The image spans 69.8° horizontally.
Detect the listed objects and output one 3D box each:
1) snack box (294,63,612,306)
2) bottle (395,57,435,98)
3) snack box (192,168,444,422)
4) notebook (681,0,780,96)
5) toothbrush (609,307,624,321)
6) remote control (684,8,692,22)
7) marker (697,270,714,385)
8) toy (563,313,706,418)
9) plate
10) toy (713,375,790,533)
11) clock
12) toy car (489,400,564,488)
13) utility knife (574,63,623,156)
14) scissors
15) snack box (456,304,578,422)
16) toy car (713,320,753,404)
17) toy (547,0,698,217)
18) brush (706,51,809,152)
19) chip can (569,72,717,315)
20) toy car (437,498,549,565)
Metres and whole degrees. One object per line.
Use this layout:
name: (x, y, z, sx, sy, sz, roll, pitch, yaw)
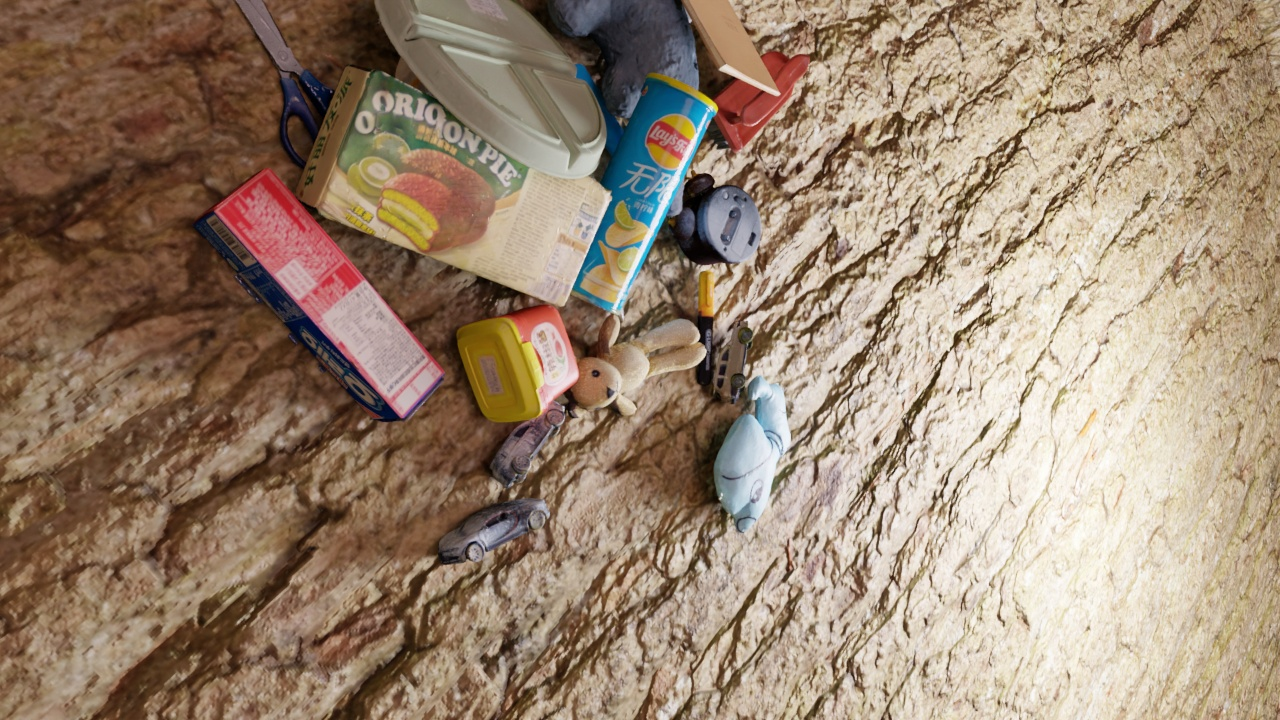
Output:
snack box: (-0.144, -0.135, 0.747, 0.239, 0.063, 0.114, 19, 97, -41)
bottle: (-0.151, -0.229, 0.781, 0.108, 0.063, 0.063, 25, 72, -35)
snack box: (-0.241, -0.043, 0.702, 0.207, 0.057, 0.058, 54, 55, -23)
notebook: (0.063, -0.366, 0.919, 0.149, 0.012, 0.211, -10, 71, -60)
toothbrush: (-0.051, -0.125, 0.888, 0.017, 0.016, 0.187, -35, 109, -45)
remote control: (0.015, -0.413, 0.954, 0.136, 0.020, 0.055, 36, 67, -32)
marker: (0.070, -0.035, 0.981, 0.018, 0.015, 0.124, 3, 87, -35)
toy: (-0.005, 0.005, 0.884, 0.157, 0.066, 0.105, -22, 119, -30)
plate: (-0.113, -0.246, 0.758, 0.230, 0.028, 0.229, 36, 32, -27)
toy: (0.120, 0.101, 0.990, 0.155, 0.050, 0.161, -19, 107, -49)
clock: (0.073, -0.147, 0.964, 0.122, 0.055, 0.082, 36, 67, -31)
toy car: (-0.100, 0.073, 0.821, 0.034, 0.043, 0.090, 35, 67, 5)
utility knife: (-0.028, -0.222, 0.910, 0.161, 0.018, 0.034, 55, 43, -24)
scissors: (-0.267, -0.233, 0.721, 0.126, 0.012, 0.173, -5, 89, -37)
snack box: (-0.105, -0.001, 0.801, 0.079, 0.082, 0.091, -33, 109, -50)
toy car: (0.101, 0.000, 0.986, 0.035, 0.042, 0.090, 12, 78, 6)
toy: (-0.019, -0.318, 0.878, 0.137, 0.091, 0.356, -41, 111, -24)
brush: (0.131, -0.293, 1.010, 0.145, 0.069, 0.063, -48, 117, -30)
chip can: (-0.006, -0.151, 0.842, 0.071, 0.071, 0.210, 22, 97, -36)
toy car: (-0.128, 0.144, 0.788, 0.105, 0.049, 0.031, -24, 99, -38)
